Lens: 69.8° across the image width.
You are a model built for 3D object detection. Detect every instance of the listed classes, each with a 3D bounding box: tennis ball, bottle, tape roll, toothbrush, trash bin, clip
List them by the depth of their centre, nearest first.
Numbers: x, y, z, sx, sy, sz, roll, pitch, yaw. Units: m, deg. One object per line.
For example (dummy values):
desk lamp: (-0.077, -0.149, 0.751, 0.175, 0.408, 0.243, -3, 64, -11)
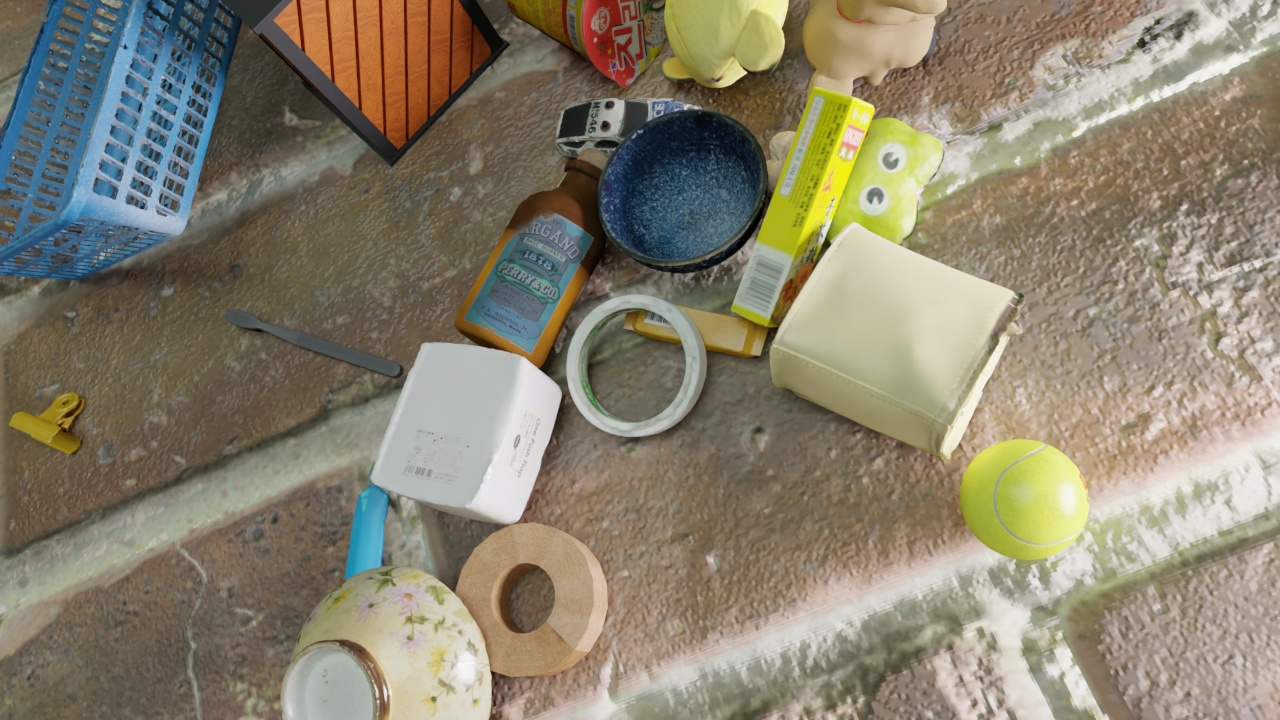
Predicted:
tennis ball: (0.209, 0.076, 0.502, 0.065, 0.065, 0.065, -6, 70, 15)
tape roll: (-0.069, 0.152, 0.582, 0.094, 0.027, 0.094, -6, 70, 15)
tape roll: (-0.004, 0.004, 0.605, 0.094, 0.018, 0.094, -1, 86, 21)
bottle: (-0.063, -0.076, 0.638, 0.068, 0.068, 0.156, 23, 80, 23)
trash bin: (-0.226, -0.278, 0.702, 0.139, 0.172, 0.140, -47, 65, -3)
toothbrush: (-0.253, -0.013, 0.706, 0.167, 0.013, 0.012, 16, 77, 20)
clip: (-0.477, 0.051, 0.748, 0.054, 0.046, 0.048, 15, 111, 22)

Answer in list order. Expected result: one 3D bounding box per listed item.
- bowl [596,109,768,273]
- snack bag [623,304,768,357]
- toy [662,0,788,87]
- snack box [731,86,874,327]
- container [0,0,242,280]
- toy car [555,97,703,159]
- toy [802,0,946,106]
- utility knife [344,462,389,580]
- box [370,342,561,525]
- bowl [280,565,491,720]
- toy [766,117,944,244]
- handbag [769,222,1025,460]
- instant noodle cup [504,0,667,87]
bowl: (0.034, -0.106, 0.623, 0.114, 0.061, 0.114, -5, 71, 16)
snack bag: (0.036, -0.022, 0.614, 0.099, 0.020, 0.026, 12, 81, 21)
toy: (0.068, -0.289, 0.637, 0.084, 0.149, 0.213, 16, 83, -9)
snack box: (0.101, -0.093, 0.575, 0.029, 0.040, 0.148, 28, 108, 27)
container: (-0.426, -0.238, 0.760, 0.258, 0.089, 0.361, -9, 67, 39)
toy car: (-0.009, -0.170, 0.670, 0.113, 0.040, 0.048, 4, 73, 18)
toy: (0.152, -0.231, 0.610, 0.106, 0.108, 0.134, 5, 72, -3)
utility knife: (-0.187, 0.150, 0.623, 0.031, 0.015, 0.174, 1, 77, 15)
box: (-0.108, 0.056, 0.625, 0.103, 0.095, 0.107, 7, 68, 31)
bowl: (-0.168, 0.201, 0.557, 0.145, 0.063, 0.145, -1, 87, 22)
toy: (0.133, -0.122, 0.607, 0.118, 0.043, 0.092, 22, 89, 26)
handbag: (0.154, -0.012, 0.546, 0.119, 0.081, 0.111, 26, 73, 25)
instant noodle cup: (-0.045, -0.280, 0.694, 0.112, 0.100, 0.100, 33, 83, 32)
